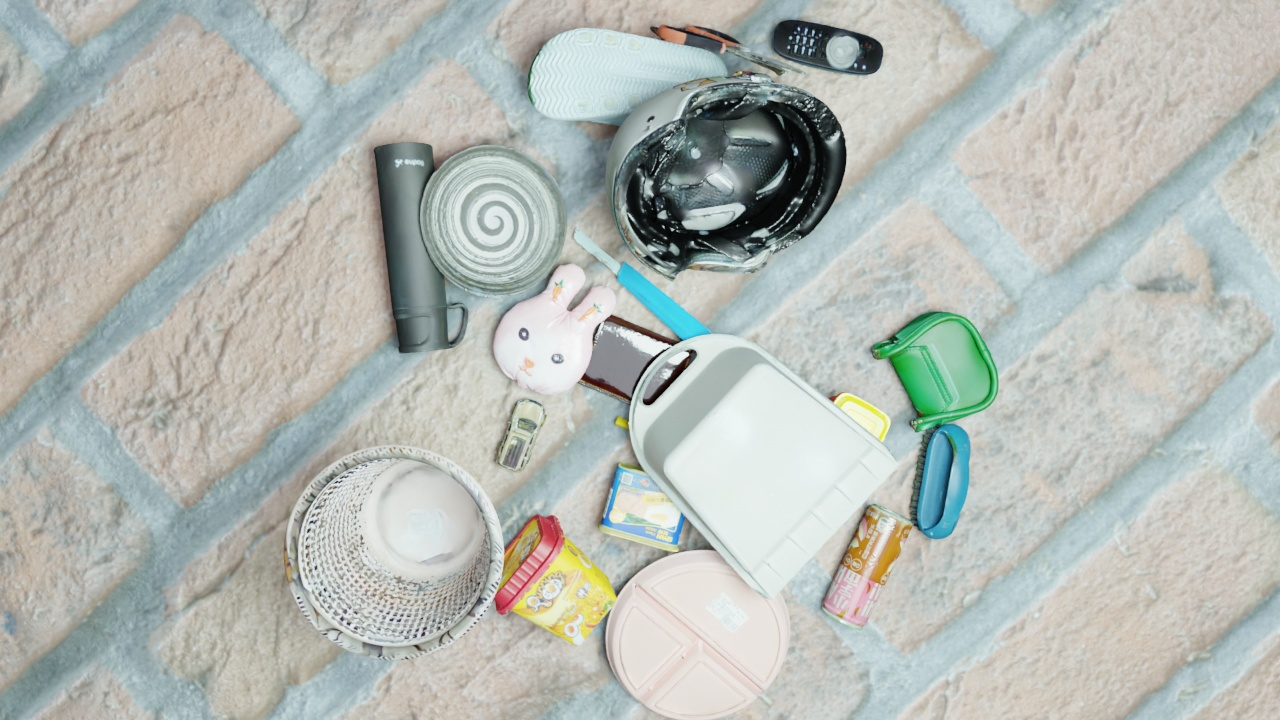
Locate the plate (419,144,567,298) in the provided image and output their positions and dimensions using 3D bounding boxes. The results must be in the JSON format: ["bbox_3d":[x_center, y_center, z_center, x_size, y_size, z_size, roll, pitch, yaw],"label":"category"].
[{"bbox_3d":[-0.175,-0.164,1.094,0.179,0.024,0.179,-2,95,-23],"label":"plate"}]

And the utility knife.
[{"bbox_3d":[0.001,-0.089,1.122,0.216,0.018,0.034,41,57,-1],"label":"utility knife"}]

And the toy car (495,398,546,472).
[{"bbox_3d":[-0.145,0.091,1.120,0.042,0.035,0.090,21,90,-4],"label":"toy car"}]

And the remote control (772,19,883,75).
[{"bbox_3d":[0.226,-0.378,1.113,0.136,0.024,0.053,12,91,-3],"label":"remote control"}]

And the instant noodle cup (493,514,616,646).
[{"bbox_3d":[-0.102,0.266,1.097,0.123,0.116,0.116,40,90,-14],"label":"instant noodle cup"}]

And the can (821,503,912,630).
[{"bbox_3d":[0.278,0.253,1.128,0.058,0.058,0.147,25,92,-3],"label":"can"}]

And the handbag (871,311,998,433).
[{"bbox_3d":[0.359,0.012,1.113,0.120,0.068,0.131,-29,93,1],"label":"handbag"}]

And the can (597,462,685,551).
[{"bbox_3d":[0.008,0.177,1.118,0.102,0.057,0.083,16,89,-3],"label":"can"}]

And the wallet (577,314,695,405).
[{"bbox_3d":[-0.007,0.007,1.128,0.122,0.020,0.096,23,95,-3],"label":"wallet"}]

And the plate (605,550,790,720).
[{"bbox_3d":[0.072,0.342,1.121,0.229,0.028,0.230,-1,103,-4],"label":"plate"}]

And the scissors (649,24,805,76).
[{"bbox_3d":[0.093,-0.349,1.026,0.204,0.202,0.015,13,116,3],"label":"scissors"}]

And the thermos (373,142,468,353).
[{"bbox_3d":[-0.261,-0.133,1.097,0.089,0.069,0.242,-9,96,-33],"label":"thermos"}]

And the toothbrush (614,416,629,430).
[{"bbox_3d":[0.060,0.104,1.136,0.190,0.016,0.016,20,87,-2],"label":"toothbrush"}]

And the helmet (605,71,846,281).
[{"bbox_3d":[0.077,-0.221,1.043,0.273,0.157,0.230,-18,129,-18],"label":"helmet"}]

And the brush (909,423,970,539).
[{"bbox_3d":[0.372,0.148,1.118,0.055,0.073,0.144,8,92,-9],"label":"brush"}]

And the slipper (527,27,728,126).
[{"bbox_3d":[-0.014,-0.330,1.087,0.245,0.074,0.104,-3,92,-17],"label":"slipper"}]

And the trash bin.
[{"bbox_3d":[-0.260,0.197,1.041,0.227,0.192,0.227,0,93,-2],"label":"trash bin"}]

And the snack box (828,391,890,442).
[{"bbox_3d":[0.243,0.087,1.108,0.082,0.080,0.091,30,92,-4],"label":"snack box"}]

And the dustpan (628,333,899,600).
[{"bbox_3d":[0.119,0.098,1.075,0.257,0.142,0.222,44,90,-15],"label":"dustpan"}]

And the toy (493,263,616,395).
[{"bbox_3d":[-0.104,-0.038,1.103,0.121,0.054,0.159,34,91,8],"label":"toy"}]
